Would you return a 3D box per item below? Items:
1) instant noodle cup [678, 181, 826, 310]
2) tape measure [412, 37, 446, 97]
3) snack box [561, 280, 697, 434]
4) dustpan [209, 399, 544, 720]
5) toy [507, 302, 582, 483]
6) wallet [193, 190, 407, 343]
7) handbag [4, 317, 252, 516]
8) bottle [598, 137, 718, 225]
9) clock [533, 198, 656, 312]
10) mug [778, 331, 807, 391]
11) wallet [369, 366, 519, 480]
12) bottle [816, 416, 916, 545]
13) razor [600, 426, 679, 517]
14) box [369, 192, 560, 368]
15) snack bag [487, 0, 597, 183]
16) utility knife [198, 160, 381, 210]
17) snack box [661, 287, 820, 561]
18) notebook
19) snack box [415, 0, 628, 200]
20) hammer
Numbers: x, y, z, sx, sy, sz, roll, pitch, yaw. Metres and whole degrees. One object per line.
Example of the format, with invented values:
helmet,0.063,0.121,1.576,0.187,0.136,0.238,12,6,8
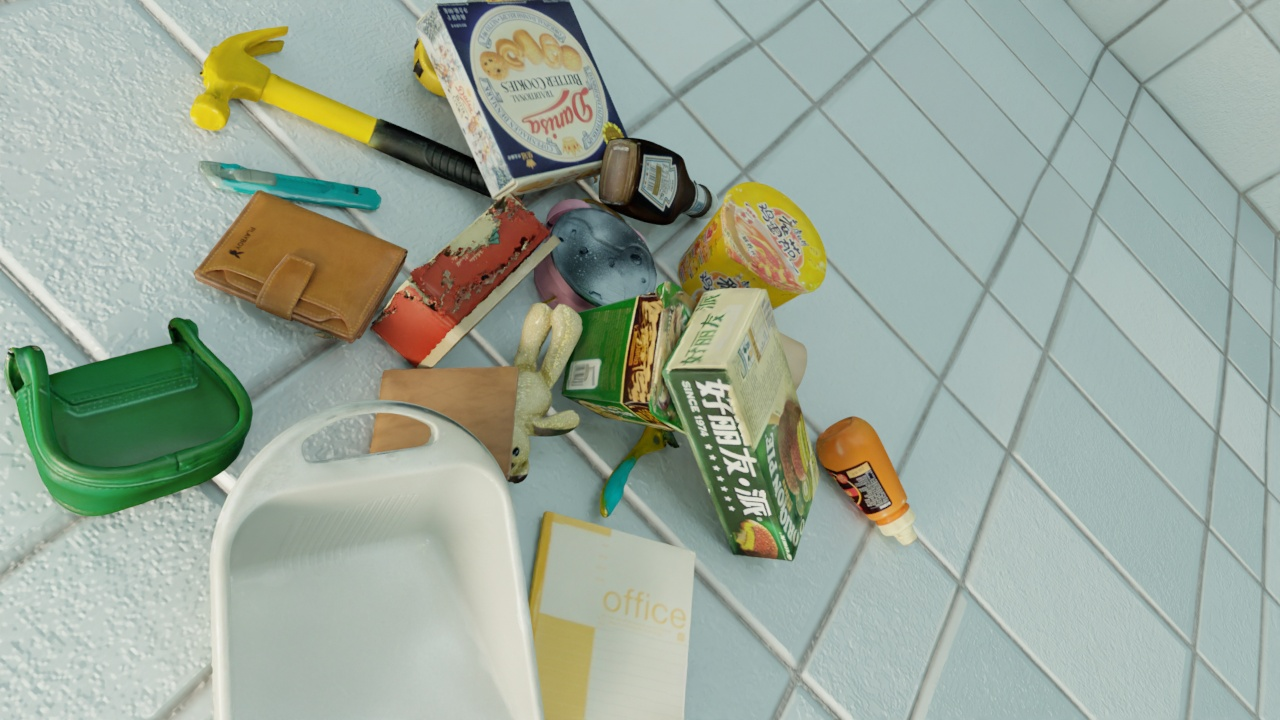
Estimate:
instant noodle cup,0.114,-0.107,0.996,0.138,0.110,0.137,18,54,-27
tape measure,-0.203,-0.295,0.937,0.060,0.029,0.057,13,55,-30
snack box,-0.005,0.005,0.815,0.117,0.106,0.118,35,58,-57
dustpan,-0.165,0.169,0.594,0.222,0.143,0.257,-6,61,-38
toy,-0.097,0.023,0.773,0.105,0.066,0.157,19,72,9
wallet,-0.271,-0.070,0.734,0.130,0.035,0.118,22,49,-6
handbag,-0.335,0.032,0.609,0.131,0.068,0.120,-22,77,-43
bottle,0.026,-0.184,0.984,0.194,0.044,0.080,3,98,-59
clock,-0.046,-0.101,0.911,0.117,0.060,0.158,24,53,-21
mug,0.098,0.015,0.939,0.103,0.084,0.124,27,77,-19
wallet,-0.155,0.051,0.723,0.115,0.020,0.101,-2,58,4
bottle,0.249,0.134,0.983,0.066,0.067,0.149,-37,95,-44
razor,-0.007,0.098,0.835,0.132,0.028,0.043,-51,128,-46
box,-0.154,-0.074,0.792,0.080,0.092,0.167,45,46,-8
snack bag,-0.119,-0.286,0.979,0.128,0.073,0.207,-6,74,-39
utility knife,-0.297,-0.150,0.789,0.151,0.013,0.029,4,63,-35
snack box,0.099,0.061,0.827,0.114,0.063,0.240,-61,140,-42
notebook,-0.026,0.234,0.737,0.145,0.010,0.205,19,55,-18
snack box,-0.107,-0.264,0.909,0.177,0.046,0.182,-27,93,-46
hammer,-0.247,-0.213,0.852,0.300,0.033,0.128,20,54,-25
